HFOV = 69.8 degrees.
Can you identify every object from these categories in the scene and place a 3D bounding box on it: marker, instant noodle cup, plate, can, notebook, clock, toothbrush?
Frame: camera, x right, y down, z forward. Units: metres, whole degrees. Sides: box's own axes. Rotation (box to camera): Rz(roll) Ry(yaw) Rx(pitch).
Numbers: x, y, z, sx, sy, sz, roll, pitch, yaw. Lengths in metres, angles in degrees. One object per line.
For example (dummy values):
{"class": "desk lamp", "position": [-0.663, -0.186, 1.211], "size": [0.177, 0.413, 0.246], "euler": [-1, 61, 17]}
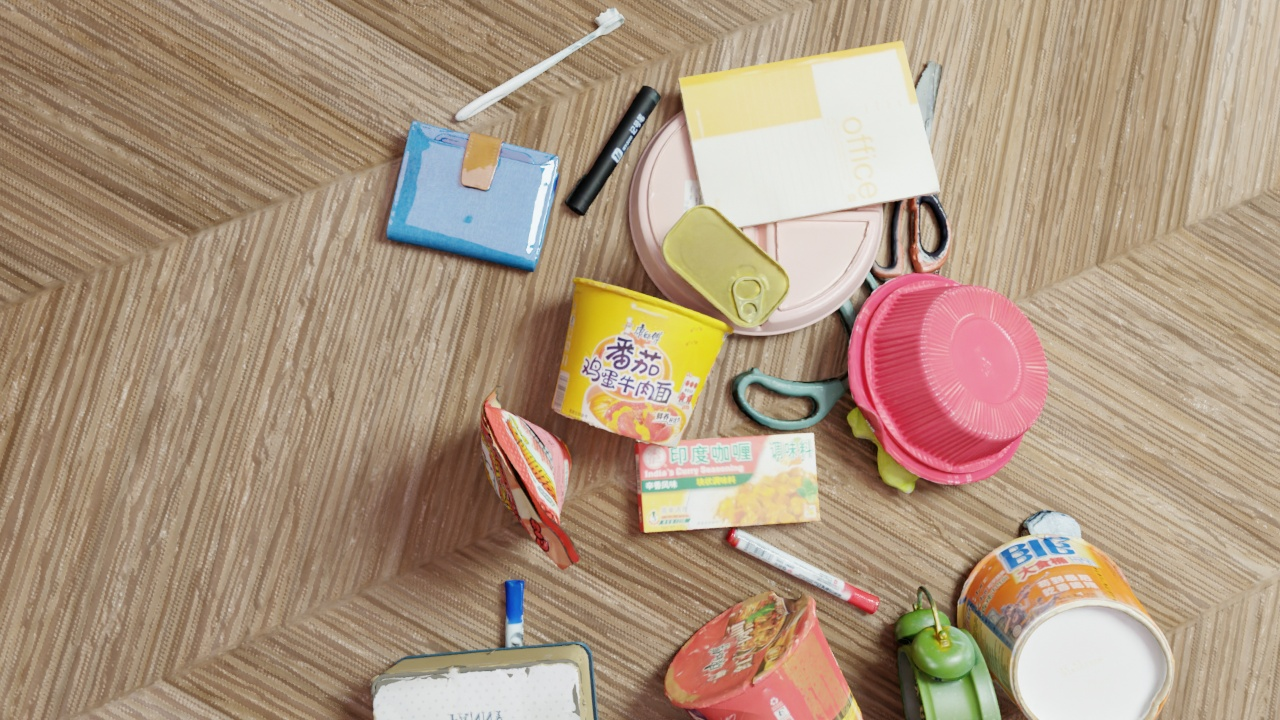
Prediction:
{"class": "marker", "position": [-0.024, -0.188, 0.819], "size": [0.022, 0.020, 0.132], "euler": [28, 82, 26]}
{"class": "marker", "position": [0.142, 0.183, 0.801], "size": [0.145, 0.017, 0.017], "euler": [27, 82, -3]}
{"class": "instant noodle cup", "position": [0.103, 0.270, 0.734], "size": [0.137, 0.138, 0.108], "euler": [-33, 97, -9]}
{"class": "marker", "position": [-0.105, 0.258, 0.765], "size": [0.017, 0.017, 0.145], "euler": [0, 84, -7]}
{"class": "plate", "position": [0.104, -0.137, 0.813], "size": [0.229, 0.028, 0.229], "euler": [0, 82, -1]}
{"class": "can", "position": [0.071, -0.076, 0.741], "size": [0.102, 0.083, 0.057], "euler": [41, 100, 2]}
{"class": "notebook", "position": [0.146, -0.197, 0.804], "size": [0.206, 0.010, 0.145], "euler": [-10, 82, -3]}
{"class": "clock", "position": [0.250, 0.267, 0.757], "size": [0.056, 0.116, 0.161], "euler": [-8, 88, 3]}
{"class": "toothbrush", "position": [-0.091, -0.265, 0.820], "size": [0.180, 0.016, 0.016], "euler": [-35, 81, -9]}
{"class": "instant noodle cup", "position": [-0.004, 0.004, 0.748], "size": [0.138, 0.138, 0.110], "euler": [17, 90, -5]}
{"class": "instant noodle cup", "position": [0.275, 0.008, 0.783], "size": [0.193, 0.066, 0.193], "euler": [5, 75, -21]}
{"class": "instant noodle cup", "position": [0.349, 0.231, 0.752], "size": [0.151, 0.111, 0.151], "euler": [1, 98, 6]}

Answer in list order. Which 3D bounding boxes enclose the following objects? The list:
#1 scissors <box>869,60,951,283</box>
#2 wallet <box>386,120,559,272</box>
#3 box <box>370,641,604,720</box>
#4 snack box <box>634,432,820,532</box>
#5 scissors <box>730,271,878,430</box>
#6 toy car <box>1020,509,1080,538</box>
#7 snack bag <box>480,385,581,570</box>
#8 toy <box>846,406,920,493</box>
{"class": "scissors", "position": [0.267, -0.173, 0.852], "size": [0.209, 0.015, 0.182], "euler": [-41, 89, -8]}
{"class": "wallet", "position": [-0.143, -0.141, 0.792], "size": [0.133, 0.040, 0.106], "euler": [13, 87, -6]}
{"class": "box", "position": [-0.115, 0.275, 0.725], "size": [0.184, 0.063, 0.089], "euler": [-4, 85, 2]}
{"class": "snack box", "position": [0.075, 0.105, 0.796], "size": [0.155, 0.027, 0.077], "euler": [-3, 83, -7]}
{"class": "scissors", "position": [0.158, -0.014, 0.822], "size": [0.174, 0.019, 0.170], "euler": [-7, 84, -6]}
{"class": "toy car", "position": [0.376, 0.186, 0.820], "size": [0.049, 0.031, 0.105], "euler": [-11, 85, -8]}
{"class": "snack bag", "position": [-0.084, 0.084, 0.689], "size": [0.073, 0.208, 0.128], "euler": [-24, 88, -7]}
{"class": "toy", "position": [0.228, 0.061, 0.805], "size": [0.100, 0.031, 0.096], "euler": [26, 83, -14]}
